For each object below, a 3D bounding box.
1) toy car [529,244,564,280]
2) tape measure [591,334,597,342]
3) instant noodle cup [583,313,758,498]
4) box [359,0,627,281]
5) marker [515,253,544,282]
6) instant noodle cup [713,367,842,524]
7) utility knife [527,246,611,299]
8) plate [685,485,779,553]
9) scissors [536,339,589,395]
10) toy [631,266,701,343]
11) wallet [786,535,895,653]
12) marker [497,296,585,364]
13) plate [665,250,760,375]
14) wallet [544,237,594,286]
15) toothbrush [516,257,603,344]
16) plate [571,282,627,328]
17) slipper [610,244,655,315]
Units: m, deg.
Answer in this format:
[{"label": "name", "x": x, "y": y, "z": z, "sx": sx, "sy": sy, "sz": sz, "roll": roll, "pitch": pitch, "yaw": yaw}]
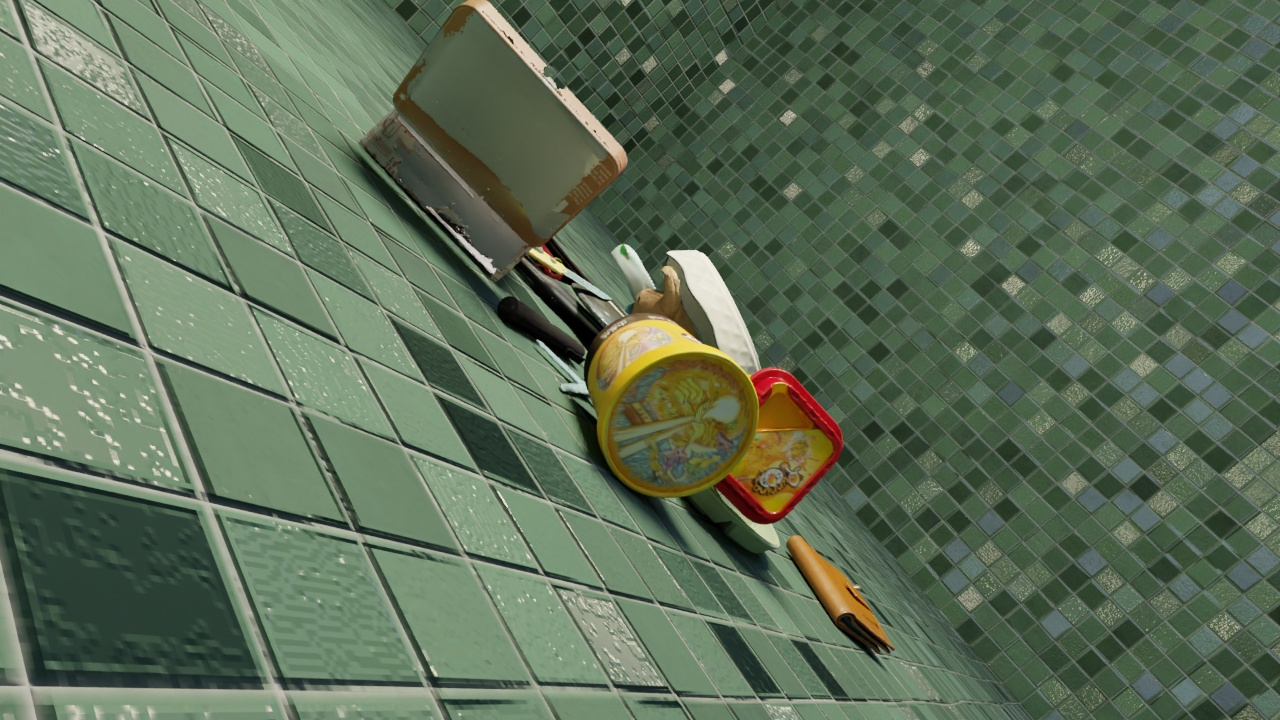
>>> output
[{"label": "toy car", "x": -0.127, "y": -0.130, "z": 1.063, "sx": 0.049, "sy": 0.031, "sz": 0.106, "roll": 29, "pitch": -17, "yaw": 48}, {"label": "tape measure", "x": -0.026, "y": 0.003, "z": 0.983, "sx": 0.058, "sy": 0.025, "sz": 0.054, "roll": 39, "pitch": 12, "yaw": -30}, {"label": "instant noodle cup", "x": 0.014, "y": 0.026, "z": 0.700, "sx": 0.118, "sy": 0.118, "sz": 0.114, "roll": 44, "pitch": 5, "yaw": -28}, {"label": "box", "x": -0.140, "y": -0.177, "z": 0.812, "sx": 0.179, "sy": 0.132, "sz": 0.272, "roll": 46, "pitch": -22, "yaw": -12}, {"label": "marker", "x": -0.125, "y": -0.105, "z": 1.009, "sx": 0.124, "sy": 0.018, "sz": 0.015, "roll": 48, "pitch": 11, "yaw": -5}, {"label": "instant noodle cup", "x": 0.100, "y": 0.069, "z": 0.837, "sx": 0.116, "sy": 0.116, "sz": 0.124, "roll": 45, "pitch": -5, "yaw": -18}, {"label": "utility knife", "x": -0.120, "y": -0.120, "z": 0.991, "sx": 0.208, "sy": 0.021, "sz": 0.030, "roll": 37, "pitch": 23, "yaw": -11}, {"label": "plate", "x": 0.053, "y": 0.100, "z": 0.903, "sx": 0.230, "sy": 0.027, "sz": 0.230, "roll": 47, "pitch": 6, "yaw": -7}, {"label": "scissors", "x": -0.039, "y": 0.031, "z": 0.782, "sx": 0.131, "sy": 0.017, "sz": 0.133, "roll": 52, "pitch": 11, "yaw": 12}, {"label": "toy", "x": 0.035, "y": -0.032, "z": 1.158, "sx": 0.143, "sy": 0.082, "sz": 0.226, "roll": 35, "pitch": -24, "yaw": 43}, {"label": "wallet", "x": 0.227, "y": 0.270, "z": 1.040, "sx": 0.119, "sy": 0.035, "sz": 0.130, "roll": 37, "pitch": 12, "yaw": -31}, {"label": "marker", "x": -0.083, "y": -0.024, "z": 0.795, "sx": 0.022, "sy": 0.020, "sz": 0.132, "roll": 65, "pitch": 12, "yaw": 25}, {"label": "plate", "x": 0.093, "y": -0.049, "z": 1.145, "sx": 0.205, "sy": 0.045, "sz": 0.205, "roll": 64, "pitch": 0, "yaw": -1}, {"label": "wallet", "x": -0.116, "y": -0.138, "z": 1.108, "sx": 0.096, "sy": 0.020, "sz": 0.122, "roll": 28, "pitch": -18, "yaw": 47}, {"label": "toothbrush", "x": -0.095, "y": -0.072, "z": 0.988, "sx": 0.212, "sy": 0.027, "sz": 0.026, "roll": 44, "pitch": -36, "yaw": -22}, {"label": "plate", "x": -0.010, "y": -0.030, "z": 1.049, "sx": 0.179, "sy": 0.024, "sz": 0.179, "roll": 45, "pitch": 5, "yaw": -6}, {"label": "slipper", "x": 0.002, "y": -0.054, "z": 1.281, "sx": 0.104, "sy": 0.074, "sz": 0.245, "roll": -117, "pitch": -179, "yaw": -47}]
